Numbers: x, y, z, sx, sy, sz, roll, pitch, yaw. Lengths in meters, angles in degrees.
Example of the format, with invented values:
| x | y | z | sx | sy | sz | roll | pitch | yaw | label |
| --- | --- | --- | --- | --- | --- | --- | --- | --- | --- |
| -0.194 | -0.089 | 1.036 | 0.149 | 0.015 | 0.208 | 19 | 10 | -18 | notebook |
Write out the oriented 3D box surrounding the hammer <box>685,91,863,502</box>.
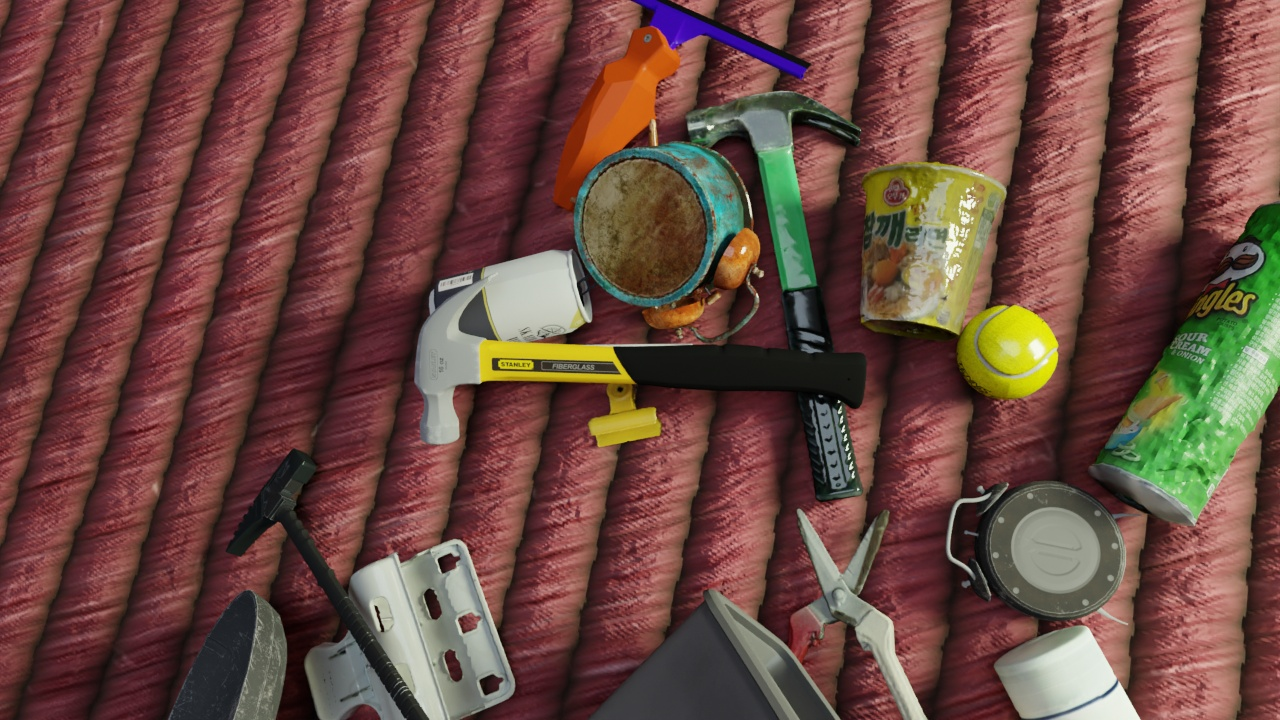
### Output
| x | y | z | sx | sy | sz | roll | pitch | yaw | label |
| --- | --- | --- | --- | --- | --- | --- | --- | --- | --- |
| 0.121 | -0.054 | 0.691 | 0.130 | 0.032 | 0.318 | -10 | 77 | 7 | hammer |

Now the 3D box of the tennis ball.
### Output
| x | y | z | sx | sy | sz | roll | pitch | yaw | label |
| --- | --- | --- | --- | --- | --- | --- | --- | --- | --- |
| 0.254 | -0.005 | 0.639 | 0.065 | 0.065 | 0.065 | -2 | 77 | 9 | tennis ball |

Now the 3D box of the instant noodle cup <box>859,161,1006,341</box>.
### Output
| x | y | z | sx | sy | sz | roll | pitch | yaw | label |
| --- | --- | --- | --- | --- | --- | --- | --- | --- | --- |
| 0.198 | -0.074 | 0.652 | 0.102 | 0.102 | 0.108 | 10 | 85 | 11 | instant noodle cup |

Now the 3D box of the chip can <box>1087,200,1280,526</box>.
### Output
| x | y | z | sx | sy | sz | roll | pitch | yaw | label |
| --- | --- | --- | --- | --- | --- | --- | --- | --- | --- |
| 0.388 | 0.004 | 0.611 | 0.075 | 0.075 | 0.223 | 35 | 85 | 15 | chip can |

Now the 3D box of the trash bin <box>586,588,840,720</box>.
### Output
| x | y | z | sx | sy | sz | roll | pitch | yaw | label |
| --- | --- | --- | --- | --- | --- | --- | --- | --- | --- |
| 0.025 | 0.283 | 0.544 | 0.220 | 0.192 | 0.097 | -46 | 118 | 3 | trash bin |

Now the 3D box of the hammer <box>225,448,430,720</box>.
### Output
| x | y | z | sx | sy | sz | roll | pitch | yaw | label |
| --- | --- | --- | --- | --- | --- | --- | --- | --- | --- |
| -0.203 | 0.178 | 0.626 | 0.325 | 0.015 | 0.095 | 35 | 88 | 42 | hammer |

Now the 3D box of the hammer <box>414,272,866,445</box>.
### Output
| x | y | z | sx | sy | sz | roll | pitch | yaw | label |
| --- | --- | --- | --- | --- | --- | --- | --- | --- | --- |
| -0.004 | 0.004 | 0.657 | 0.324 | 0.029 | 0.127 | 2 | 105 | 6 | hammer |

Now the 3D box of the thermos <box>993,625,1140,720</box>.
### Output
| x | y | z | sx | sy | sz | roll | pitch | yaw | label |
| --- | --- | --- | --- | --- | --- | --- | --- | --- | --- |
| 0.305 | 0.283 | 0.567 | 0.068 | 0.068 | 0.230 | -25 | 76 | 3 | thermos |

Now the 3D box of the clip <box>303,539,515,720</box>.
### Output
| x | y | z | sx | sy | sz | roll | pitch | yaw | label |
| --- | --- | --- | --- | --- | --- | --- | --- | --- | --- |
| -0.180 | 0.210 | 0.661 | 0.150 | 0.110 | 0.126 | -21 | 72 | -6 | clip |

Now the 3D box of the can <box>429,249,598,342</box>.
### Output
| x | y | z | sx | sy | sz | roll | pitch | yaw | label |
| --- | --- | --- | --- | --- | --- | --- | --- | --- | --- |
| -0.093 | -0.046 | 0.707 | 0.127 | 0.064 | 0.064 | -13 | 76 | 6 | can |

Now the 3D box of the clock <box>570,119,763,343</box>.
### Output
| x | y | z | sx | sy | sz | roll | pitch | yaw | label |
| --- | --- | --- | --- | --- | --- | --- | --- | --- | --- |
| 0.028 | -0.087 | 0.678 | 0.122 | 0.073 | 0.157 | -38 | 85 | 32 | clock |

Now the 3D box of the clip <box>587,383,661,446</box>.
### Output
| x | y | z | sx | sy | sz | roll | pitch | yaw | label |
| --- | --- | --- | --- | --- | --- | --- | --- | --- | --- |
| -0.013 | 0.039 | 0.695 | 0.054 | 0.046 | 0.048 | -12 | 101 | 8 | clip |

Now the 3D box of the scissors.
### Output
| x | y | z | sx | sy | sz | roll | pitch | yaw | label |
| --- | --- | --- | --- | --- | --- | --- | --- | --- | --- |
| 0.144 | 0.203 | 0.622 | 0.179 | 0.015 | 0.199 | 32 | 90 | 34 | scissors |

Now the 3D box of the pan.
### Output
| x | y | z | sx | sy | sz | roll | pitch | yaw | label |
| --- | --- | --- | --- | --- | --- | --- | --- | --- | --- |
| -0.335 | 0.325 | 0.646 | 0.040 | 0.207 | 0.357 | 25 | 104 | -27 | pan |

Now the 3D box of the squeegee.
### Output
| x | y | z | sx | sy | sz | roll | pitch | yaw | label |
| --- | --- | --- | --- | --- | --- | --- | --- | --- | --- |
| -0.016 | -0.202 | 0.727 | 0.249 | 0.055 | 0.185 | 38 | 101 | 33 | squeegee |

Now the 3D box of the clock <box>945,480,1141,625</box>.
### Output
| x | y | z | sx | sy | sz | roll | pitch | yaw | label |
| --- | --- | --- | --- | --- | --- | --- | --- | --- | --- |
| 0.268 | 0.127 | 0.619 | 0.123 | 0.044 | 0.091 | 11 | 80 | 12 | clock |

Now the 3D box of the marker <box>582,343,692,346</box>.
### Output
| x | y | z | sx | sy | sz | roll | pitch | yaw | label |
| --- | --- | --- | --- | --- | --- | --- | --- | --- | --- |
| -0.026 | 0.000 | 0.705 | 0.133 | 0.027 | 0.023 | -1 | 115 | 9 | marker |
